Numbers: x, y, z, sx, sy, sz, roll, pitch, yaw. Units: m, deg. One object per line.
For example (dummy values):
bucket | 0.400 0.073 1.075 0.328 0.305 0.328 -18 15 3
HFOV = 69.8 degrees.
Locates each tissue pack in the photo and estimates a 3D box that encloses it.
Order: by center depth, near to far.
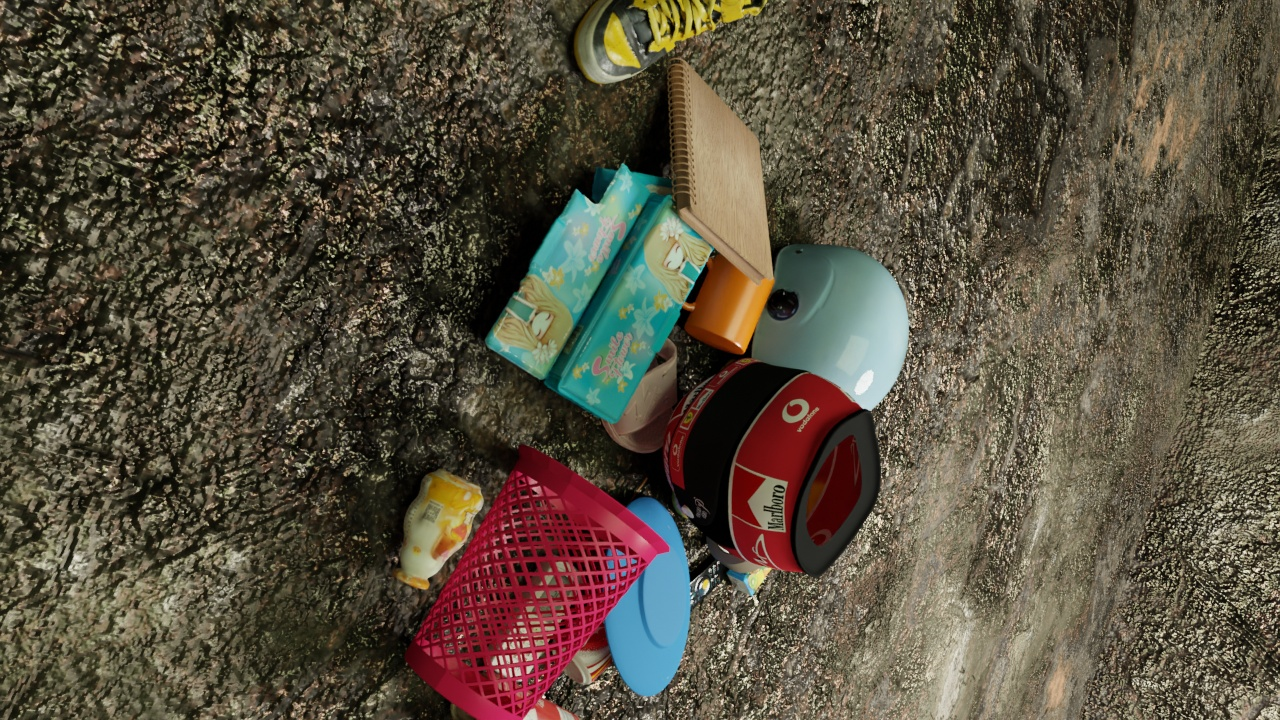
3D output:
tissue pack | 0.006 -0.152 0.981 0.144 0.062 0.093 -2 103 -43

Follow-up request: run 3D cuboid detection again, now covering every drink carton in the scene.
drink carton | 0.171 0.263 1.270 0.128 0.039 0.044 -47 129 -26

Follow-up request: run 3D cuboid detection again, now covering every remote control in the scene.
remote control | -0.116 0.281 1.006 0.060 0.025 0.138 47 68 -41
remote control | 0.059 0.303 1.187 0.151 0.020 0.041 -30 119 -36

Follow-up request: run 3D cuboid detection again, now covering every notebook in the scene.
notebook | 0.085 -0.206 0.999 0.169 0.022 0.210 33 46 -44

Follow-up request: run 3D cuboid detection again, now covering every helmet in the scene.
helmet | 0.133 0.108 1.014 0.197 0.225 0.271 -46 142 -21
helmet | 0.243 -0.025 1.161 0.225 0.167 0.265 48 58 -41

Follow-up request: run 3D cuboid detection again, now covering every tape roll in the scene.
tape roll | 0.133 0.224 1.183 0.030 0.094 0.093 43 70 -42

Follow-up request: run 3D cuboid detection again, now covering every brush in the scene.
brush | -0.027 0.193 1.074 0.126 0.017 0.048 -52 131 -21

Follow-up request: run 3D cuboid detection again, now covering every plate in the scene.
plate | 0.020 0.271 1.066 0.224 0.024 0.224 28 59 -60

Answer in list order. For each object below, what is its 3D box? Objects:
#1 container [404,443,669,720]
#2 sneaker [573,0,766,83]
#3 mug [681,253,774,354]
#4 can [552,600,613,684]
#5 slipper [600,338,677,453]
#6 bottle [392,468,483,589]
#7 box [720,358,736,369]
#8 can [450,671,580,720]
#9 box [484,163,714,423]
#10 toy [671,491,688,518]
container | -0.110 0.226 0.894 0.225 0.183 0.183 -55 132 -14
sneaker | 0.045 -0.359 0.922 0.238 0.122 0.086 -50 129 -24
mug | 0.091 -0.074 1.085 0.112 0.078 0.096 26 81 -16
can | -0.046 0.315 1.056 0.104 0.064 0.064 -37 124 -32
slipper | -0.006 0.006 1.012 0.094 0.064 0.239 -36 122 -32
bottle | -0.195 0.160 0.870 0.063 0.063 0.108 33 77 -44
box | 0.157 0.086 1.206 0.065 0.045 0.210 -49 130 -21
can | -0.130 0.392 0.993 0.170 0.067 0.067 47 68 -41
box | -0.035 -0.072 0.909 0.182 0.039 0.226 35 81 -41
toy | 0.080 0.172 1.148 0.109 0.051 0.090 11 86 -42
